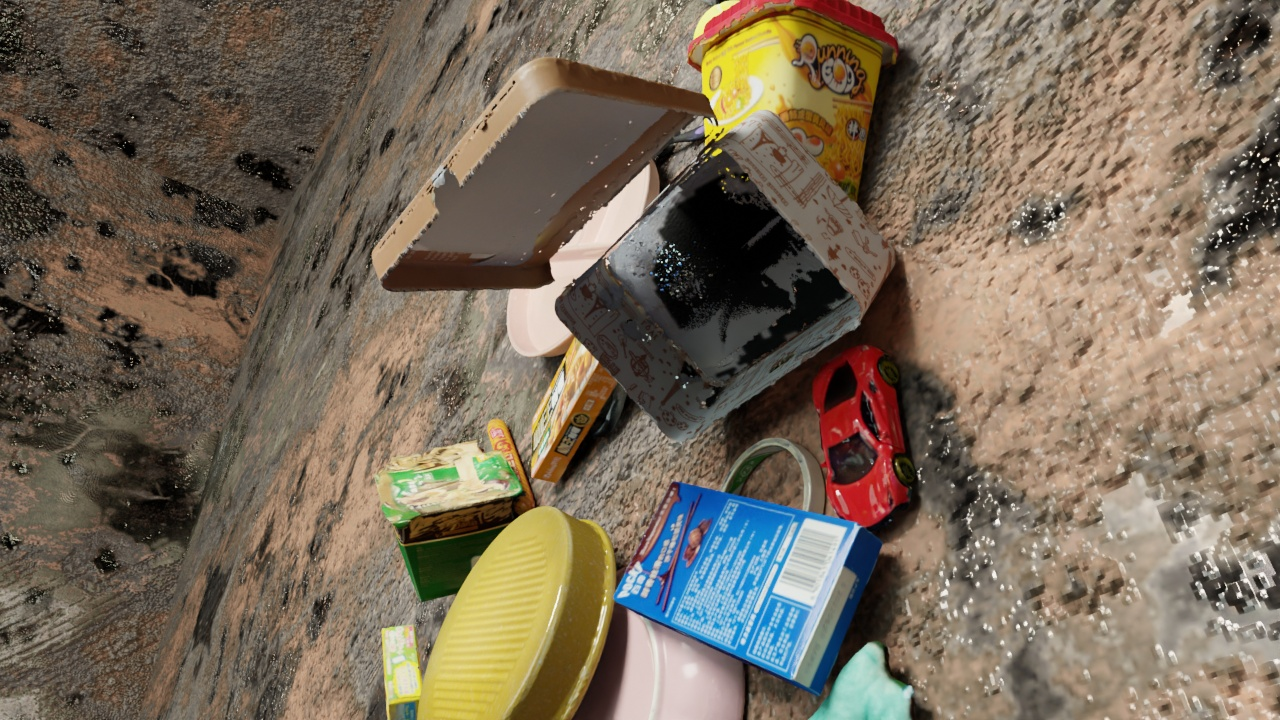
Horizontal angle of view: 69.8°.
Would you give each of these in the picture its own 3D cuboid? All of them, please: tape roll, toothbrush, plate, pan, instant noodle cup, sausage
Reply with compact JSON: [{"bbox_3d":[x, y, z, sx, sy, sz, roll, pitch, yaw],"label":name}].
[{"bbox_3d":[0.077,0.090,0.559,0.086,0.014,0.085,-39,40,41],"label":"tape roll"},{"bbox_3d":[0.061,-0.199,0.790,0.189,0.016,0.014,-3,79,55],"label":"toothbrush"},{"bbox_3d":[-0.009,0.216,0.592,0.193,0.039,0.192,-38,40,42],"label":"plate"},{"bbox_3d":[-0.119,0.225,0.715,0.358,0.078,0.197,-25,38,54],"label":"pan"},{"bbox_3d":[-0.055,-0.105,0.868,0.230,0.028,0.229,-37,39,38],"label":"plate"},{"bbox_3d":[0.097,-0.165,0.612,0.116,0.116,0.123,-5,77,58],"label":"instant noodle cup"},{"bbox_3d":[-0.126,0.101,0.884,0.021,0.021,0.165,-59,31,15],"label":"sausage"}]

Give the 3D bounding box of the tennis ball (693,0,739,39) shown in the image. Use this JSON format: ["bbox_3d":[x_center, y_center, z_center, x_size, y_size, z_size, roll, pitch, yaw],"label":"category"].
[{"bbox_3d":[0.076,-0.258,0.746,0.066,0.065,0.065,-38,40,42],"label":"tennis ball"}]

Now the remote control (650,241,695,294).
[{"bbox_3d":[0.050,-0.108,0.729,0.125,0.024,0.049,-56,31,15],"label":"remote control"}]

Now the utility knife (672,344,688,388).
[{"bbox_3d":[0.014,-0.043,0.754,0.033,0.015,0.223,-55,32,27],"label":"utility knife"}]

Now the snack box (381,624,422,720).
[{"bbox_3d":[-0.208,0.315,0.809,0.087,0.033,0.141,-121,34,-56],"label":"snack box"}]

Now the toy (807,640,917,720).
[{"bbox_3d":[0.102,0.183,0.439,0.092,0.030,0.096,-63,32,13],"label":"toy"}]

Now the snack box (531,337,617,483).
[{"bbox_3d":[-0.055,0.028,0.780,0.075,0.026,0.154,-98,30,-47],"label":"snack box"}]

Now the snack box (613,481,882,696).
[{"bbox_3d":[0.054,0.120,0.516,0.157,0.026,0.084,4,61,55],"label":"snack box"}]

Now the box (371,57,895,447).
[{"bbox_3d":[0.002,-0.068,0.538,0.180,0.269,0.136,-38,37,40],"label":"box"}]

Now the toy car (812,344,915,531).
[{"bbox_3d":[0.120,0.042,0.505,0.049,0.031,0.106,-38,43,44],"label":"toy car"}]

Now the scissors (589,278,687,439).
[{"bbox_3d":[-0.006,-0.006,0.739,0.164,0.014,0.164,-135,62,-67],"label":"scissors"}]

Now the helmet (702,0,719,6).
[{"bbox_3d":[0.079,-0.459,0.793,0.259,0.145,0.228,-15,59,55],"label":"helmet"}]

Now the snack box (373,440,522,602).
[{"bbox_3d":[-0.171,0.150,0.832,0.117,0.118,0.106,-136,40,-60],"label":"snack box"}]
